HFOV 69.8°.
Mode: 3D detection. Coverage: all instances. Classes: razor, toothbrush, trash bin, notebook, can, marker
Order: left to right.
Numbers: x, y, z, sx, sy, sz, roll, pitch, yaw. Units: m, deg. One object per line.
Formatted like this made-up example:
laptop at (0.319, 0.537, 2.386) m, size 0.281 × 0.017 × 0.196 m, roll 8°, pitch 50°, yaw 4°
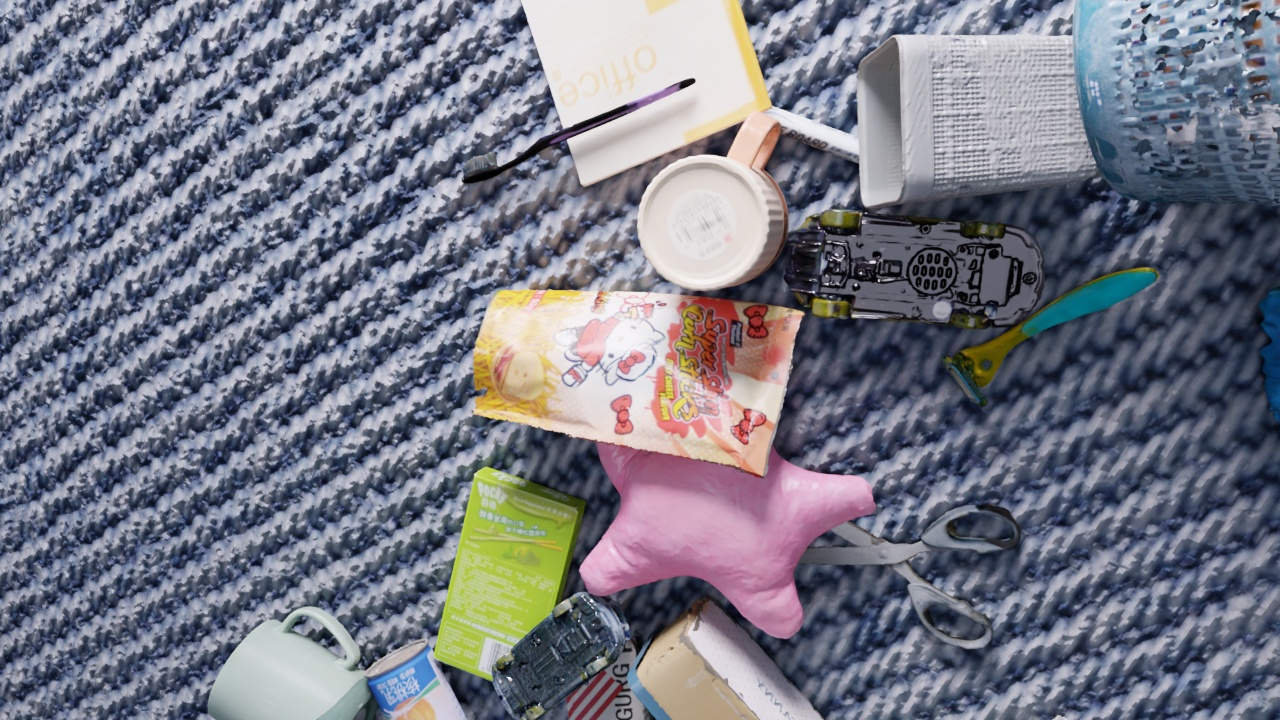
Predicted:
can at (-0.161, 0.289, 0.713) m, size 0.053 × 0.053 × 0.134 m, roll -26°, pitch 91°, yaw 16°
toothbrush at (-0.047, -0.157, 0.625) m, size 0.189 × 0.014 × 0.016 m, roll -16°, pitch 79°, yaw 25°
notebook at (-0.011, -0.237, 0.605) m, size 0.146 × 0.010 × 0.206 m, roll -16°, pitch 94°, yaw 27°
marker at (0.101, -0.152, 0.599) m, size 0.146 × 0.016 × 0.017 m, roll 23°, pitch 103°, yaw 10°
razor at (0.256, -0.021, 0.573) m, size 0.133 × 0.028 × 0.043 m, roll -34°, pitch 112°, yaw 20°
trash bin at (0.329, -0.162, 0.435) m, size 0.195 × 0.226 × 0.226 m, roll 1°, pitch 100°, yaw 45°

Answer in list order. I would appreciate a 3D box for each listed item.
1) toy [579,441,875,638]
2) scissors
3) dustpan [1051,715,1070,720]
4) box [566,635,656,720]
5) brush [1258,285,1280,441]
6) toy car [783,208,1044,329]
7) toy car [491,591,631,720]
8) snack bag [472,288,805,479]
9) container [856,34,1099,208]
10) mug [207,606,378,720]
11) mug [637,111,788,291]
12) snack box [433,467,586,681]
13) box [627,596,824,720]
toy at (0.058, 0.088, 0.618) m, size 0.195 × 0.074 × 0.178 m, roll 8°, pitch 88°, yaw 12°
scissors at (0.173, 0.135, 0.629) m, size 0.178 × 0.014 × 0.159 m, roll -29°, pitch 88°, yaw 19°
dustpan at (0.308, 0.411, 0.570) m, size 0.223 × 0.142 × 0.258 m, roll 27°, pitch 105°, yaw 9°
box at (-0.020, 0.278, 0.676) m, size 0.070 × 0.055 × 0.164 m, roll -9°, pitch 94°, yaw 33°
brush at (0.410, -0.052, 0.521) m, size 0.109 × 0.060 × 0.314 m, roll -16°, pitch 92°, yaw 10°
toy car at (0.171, -0.057, 0.582) m, size 0.158 × 0.042 × 0.070 m, roll 8°, pitch 100°, yaw 16°
toy car at (-0.058, 0.212, 0.655) m, size 0.121 × 0.036 × 0.054 m, roll -44°, pitch 70°, yaw 24°
snack bag at (-0.004, 0.004, 0.612) m, size 0.208 × 0.073 × 0.128 m, roll 7°, pitch 58°, yaw 19°
container at (0.194, -0.138, 0.532) m, size 0.114 × 0.090 × 0.090 m, roll -4°, pitch 97°, yaw 0°
mug at (-0.262, 0.254, 0.722) m, size 0.106 × 0.082 × 0.112 m, roll 25°, pitch 91°, yaw 10°
mug at (0.054, -0.099, 0.572) m, size 0.082 × 0.105 × 0.115 m, roll 29°, pitch 104°, yaw 8°
snack box at (-0.100, 0.166, 0.693) m, size 0.086 × 0.026 × 0.156 m, roll 16°, pitch 102°, yaw 11°
box at (0.070, 0.245, 0.631) m, size 0.184 × 0.089 × 0.061 m, roll 46°, pitch 107°, yaw 6°
